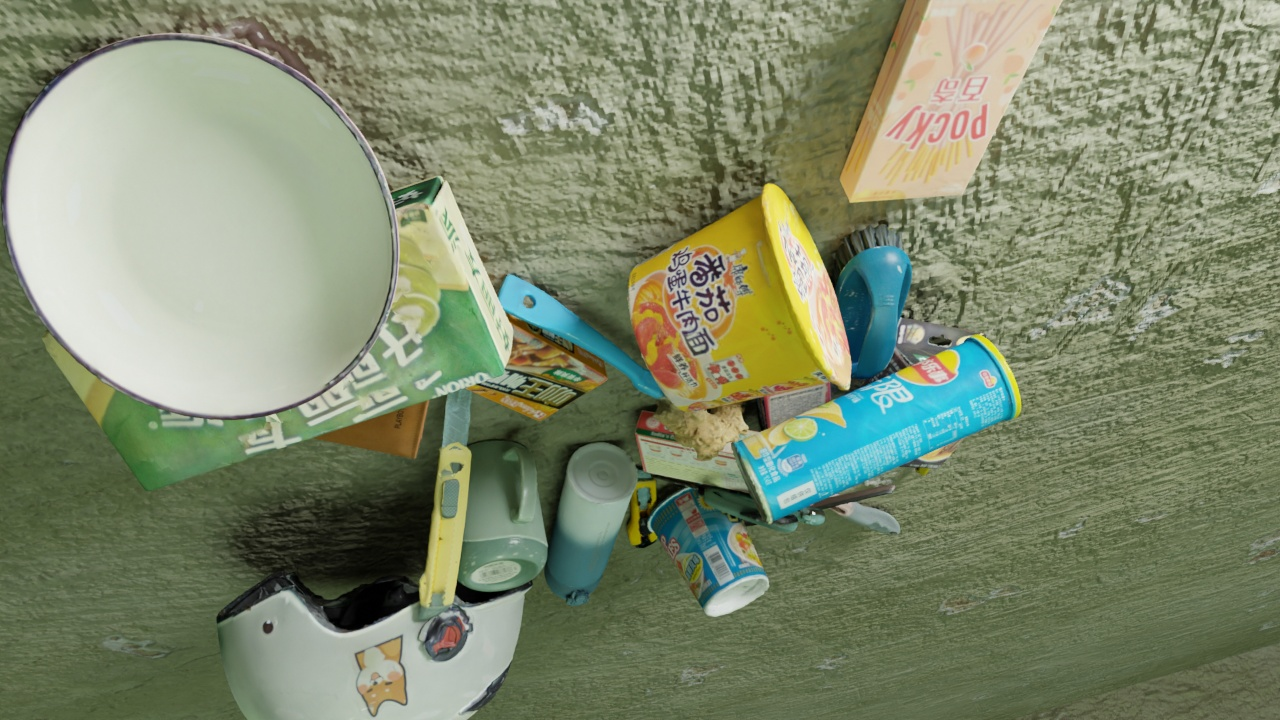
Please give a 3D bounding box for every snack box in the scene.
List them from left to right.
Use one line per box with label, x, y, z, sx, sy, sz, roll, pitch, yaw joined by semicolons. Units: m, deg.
snack box;-0.208;-0.016;0.548;0.240;0.063;0.114;-18;116;4
snack box;-0.100;-0.005;0.669;0.075;0.026;0.153;-32;141;24
snack box;0.076;0.086;0.797;0.156;0.027;0.077;10;150;14
snack box;0.134;0.047;0.802;0.058;0.057;0.208;-14;145;3
snack box;0.245;0.033;0.805;0.113;0.053;0.126;7;128;-31
snack box;0.184;-0.163;0.557;0.084;0.026;0.158;-6;144;-12

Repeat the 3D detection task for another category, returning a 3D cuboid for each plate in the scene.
plate;-0.217;-0.065;0.469;0.192;0.039;0.192;0;108;-1

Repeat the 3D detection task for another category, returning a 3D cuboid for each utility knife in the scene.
utility knife;-0.150;0.106;0.715;0.031;0.022;0.212;3;99;-24
utility knife;0.001;0.154;0.935;0.033;0.015;0.171;-13;145;-7

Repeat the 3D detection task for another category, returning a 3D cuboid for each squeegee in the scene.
squeegee;0.223;0.169;1.020;0.248;0.040;0.249;-22;153;38

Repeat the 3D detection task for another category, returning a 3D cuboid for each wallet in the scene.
wallet;-0.212;0.022;0.635;0.131;0.031;0.108;14;139;-12

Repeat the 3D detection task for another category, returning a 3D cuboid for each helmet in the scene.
helmet;-0.235;0.272;0.825;0.273;0.156;0.231;5;170;-26

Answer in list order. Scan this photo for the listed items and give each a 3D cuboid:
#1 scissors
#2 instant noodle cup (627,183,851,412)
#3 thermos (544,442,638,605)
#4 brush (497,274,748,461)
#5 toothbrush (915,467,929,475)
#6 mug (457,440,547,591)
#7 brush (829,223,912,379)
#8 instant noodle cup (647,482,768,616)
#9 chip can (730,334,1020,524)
scissors;0.096;0.130;0.833;0.170;0.019;0.181;15;180;-3
instant noodle cup;0.063;-0.032;0.609;0.110;0.137;0.138;-21;145;22
thermos;-0.052;0.165;0.885;0.070;0.070;0.221;-4;142;-16
brush;-0.004;0.004;0.689;0.254;0.083;0.046;31;159;-37
toothbrush;0.308;0.064;0.926;0.016;0.015;0.190;-5;144;-7
mug;-0.117;0.126;0.774;0.082;0.106;0.112;13;135;-33
brush;0.171;-0.032;0.692;0.055;0.073;0.144;-5;146;-1
instant noodle cup;0.073;0.190;0.917;0.099;0.110;0.099;-18;145;-14
chip can;0.179;0.053;0.710;0.210;0.071;0.071;-23;145;0
